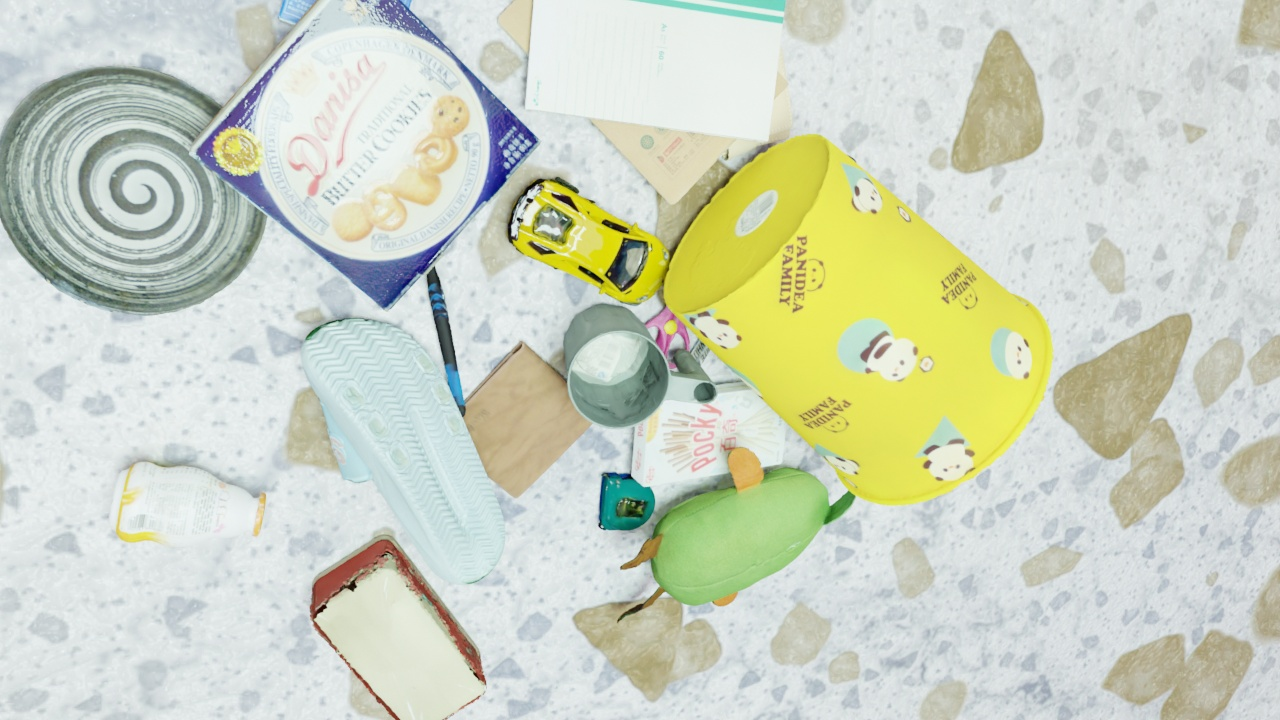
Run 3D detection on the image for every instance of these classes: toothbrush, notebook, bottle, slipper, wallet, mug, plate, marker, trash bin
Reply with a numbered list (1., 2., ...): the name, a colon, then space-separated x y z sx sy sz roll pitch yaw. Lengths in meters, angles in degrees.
1. toothbrush: -0.168 -0.040 0.767 0.014 0.016 0.189 -12 105 -12
2. notebook: 0.006 -0.254 0.758 0.207 0.008 0.148 44 89 -16
3. bottle: -0.356 0.116 0.726 0.108 0.063 0.063 11 102 -22
4. slipper: -0.195 0.076 0.757 0.103 0.074 0.245 -40 107 -51
5. wallet: 0.077 -0.220 0.801 0.115 0.024 0.087 -19 112 -14
6. mug: -0.005 0.005 0.784 0.124 0.103 0.084 9 106 -11
7. plate: -0.369 -0.122 0.674 0.179 0.024 0.179 -5 106 -19
8. marker: 0.050 0.002 0.861 0.017 0.017 0.146 30 94 -24
9. trash bin: 0.173 -0.039 0.780 0.255 0.229 0.229 38 91 -22
10. notebook: 0.015 -0.266 0.748 0.209 0.012 0.150 4 99 -13
11. wallet: -0.109 0.056 0.821 0.115 0.020 0.101 -47 113 1

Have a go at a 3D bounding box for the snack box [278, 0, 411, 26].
1. snack box: -0.201 -0.309 0.674 0.084 0.026 0.157 17 100 -24

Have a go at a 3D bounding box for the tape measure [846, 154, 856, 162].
1. tape measure: 0.164 -0.169 0.828 0.057 0.058 0.039 12 98 -25

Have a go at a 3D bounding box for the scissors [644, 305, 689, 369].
1. scissors: 0.034 -0.057 0.836 0.057 0.017 0.133 15 102 -15

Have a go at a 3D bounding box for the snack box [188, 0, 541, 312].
1. snack box: -0.201 -0.161 0.685 0.178 0.046 0.182 -48 119 1

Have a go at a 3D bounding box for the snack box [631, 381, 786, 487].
1. snack box: 0.068 0.066 0.869 0.156 0.027 0.085 -6 111 -26

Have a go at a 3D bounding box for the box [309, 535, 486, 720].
1. box: -0.209 0.247 0.810 0.091 0.076 0.168 -33 114 -7

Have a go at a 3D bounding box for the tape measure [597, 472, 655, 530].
1. tape measure: -0.013 0.135 0.873 0.054 0.025 0.058 1 106 -19

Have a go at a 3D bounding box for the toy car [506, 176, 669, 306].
1. toy car: -0.040 -0.100 0.786 0.155 0.041 0.071 26 96 -25

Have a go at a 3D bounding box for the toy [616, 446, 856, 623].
1. toy: 0.083 0.171 0.881 0.246 0.090 0.227 -18 137 -21
